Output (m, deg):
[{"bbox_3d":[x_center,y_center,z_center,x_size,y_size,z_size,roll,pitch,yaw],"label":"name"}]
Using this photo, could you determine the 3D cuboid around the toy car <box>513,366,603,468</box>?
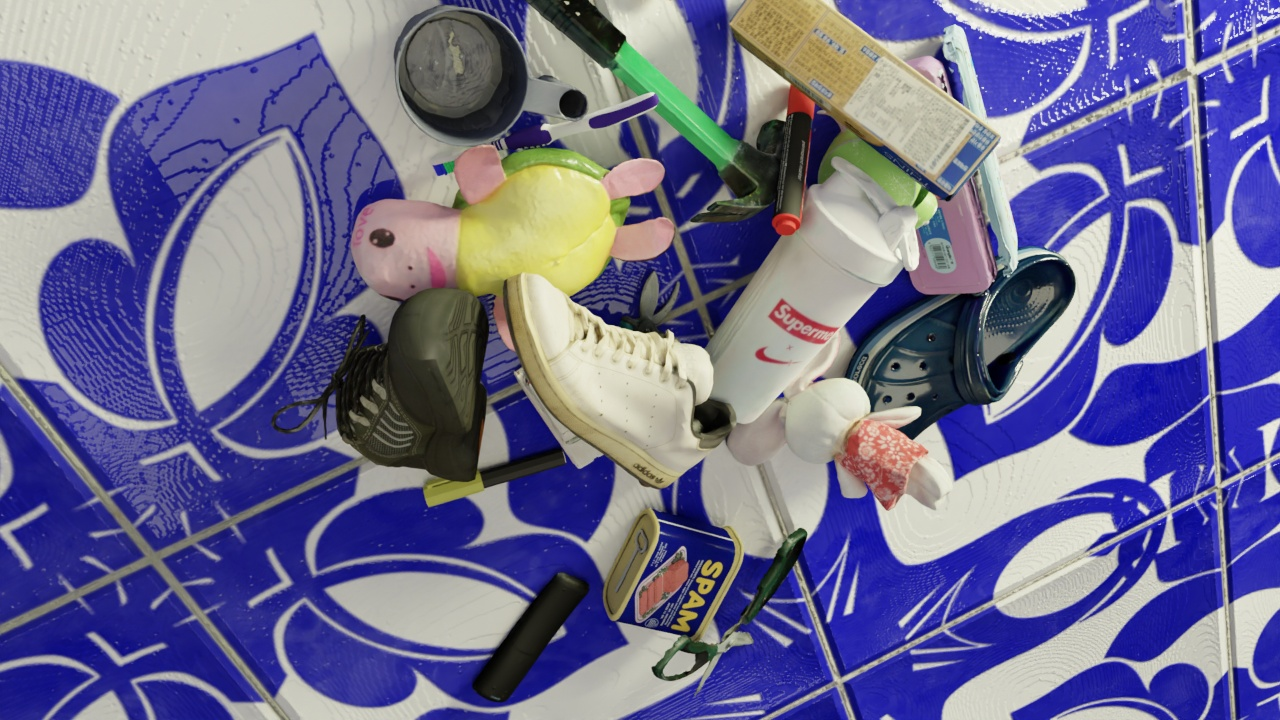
[{"bbox_3d":[-0.063,0.046,0.778,0.039,0.039,0.113,-31,118,-2],"label":"toy car"}]

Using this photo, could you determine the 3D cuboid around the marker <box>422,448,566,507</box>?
[{"bbox_3d":[-0.126,0.099,0.795,0.123,0.017,0.021,-15,117,-11],"label":"marker"}]

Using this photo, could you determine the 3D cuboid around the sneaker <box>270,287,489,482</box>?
[{"bbox_3d":[-0.186,0.012,0.666,0.143,0.100,0.238,8,151,-5],"label":"sneaker"}]

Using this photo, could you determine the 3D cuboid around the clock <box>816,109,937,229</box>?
[{"bbox_3d":[0.188,-0.146,0.746,0.094,0.042,0.119,0,127,31],"label":"clock"}]

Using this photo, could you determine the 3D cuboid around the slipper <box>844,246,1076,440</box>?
[{"bbox_3d":[0.294,-0.010,0.832,0.253,0.095,0.105,-40,121,0],"label":"slipper"}]

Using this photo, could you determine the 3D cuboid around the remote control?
[{"bbox_3d":[-0.104,0.266,0.875,0.041,0.020,0.152,31,100,-27],"label":"remote control"}]

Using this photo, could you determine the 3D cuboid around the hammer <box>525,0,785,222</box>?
[{"bbox_3d":[-0.016,-0.218,0.656,0.318,0.130,0.032,38,143,-20],"label":"hammer"}]

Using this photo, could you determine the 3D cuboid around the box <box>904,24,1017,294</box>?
[{"bbox_3d":[0.263,-0.169,0.782,0.092,0.089,0.214,-50,125,-36],"label":"box"}]

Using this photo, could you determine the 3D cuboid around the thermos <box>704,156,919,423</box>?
[{"bbox_3d":[0.129,-0.047,0.740,0.099,0.099,0.221,19,125,-23],"label":"thermos"}]

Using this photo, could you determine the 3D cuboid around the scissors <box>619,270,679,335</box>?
[{"bbox_3d":[-0.008,0.006,0.773,0.155,0.019,0.124,-39,126,-20],"label":"scissors"}]

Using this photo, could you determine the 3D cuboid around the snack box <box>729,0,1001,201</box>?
[{"bbox_3d":[0.162,-0.201,0.674,0.207,0.057,0.056,39,101,5],"label":"snack box"}]

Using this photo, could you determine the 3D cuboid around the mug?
[{"bbox_3d":[-0.105,-0.193,0.624,0.123,0.104,0.084,7,110,-20],"label":"mug"}]

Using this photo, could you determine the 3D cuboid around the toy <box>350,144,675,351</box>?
[{"bbox_3d":[-0.093,-0.092,0.682,0.238,0.087,0.190,-15,139,-4],"label":"toy"}]

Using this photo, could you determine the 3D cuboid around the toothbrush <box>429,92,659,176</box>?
[{"bbox_3d":[-0.072,-0.158,0.648,0.187,0.015,0.016,-9,122,24],"label":"toothbrush"}]

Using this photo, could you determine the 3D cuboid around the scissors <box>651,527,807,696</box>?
[{"bbox_3d":[0.090,0.242,0.877,0.201,0.015,0.201,-58,150,2],"label":"scissors"}]

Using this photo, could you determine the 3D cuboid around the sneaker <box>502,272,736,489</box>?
[{"bbox_3d":[-0.004,0.011,0.686,0.102,0.088,0.241,-27,135,17],"label":"sneaker"}]

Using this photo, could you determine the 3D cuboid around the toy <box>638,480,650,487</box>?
[{"bbox_3d":[0.026,0.060,0.812,0.055,0.041,0.102,3,105,6],"label":"toy"}]

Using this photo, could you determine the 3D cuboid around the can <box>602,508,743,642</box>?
[{"bbox_3d":[0.028,0.202,0.866,0.092,0.056,0.116,19,106,-22],"label":"can"}]

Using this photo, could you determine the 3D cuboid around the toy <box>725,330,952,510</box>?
[{"bbox_3d":[0.178,0.061,0.792,0.084,0.194,0.159,1,117,-58],"label":"toy"}]

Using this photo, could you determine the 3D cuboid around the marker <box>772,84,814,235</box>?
[{"bbox_3d":[0.119,-0.159,0.701,0.021,0.144,0.023,-9,148,36],"label":"marker"}]
